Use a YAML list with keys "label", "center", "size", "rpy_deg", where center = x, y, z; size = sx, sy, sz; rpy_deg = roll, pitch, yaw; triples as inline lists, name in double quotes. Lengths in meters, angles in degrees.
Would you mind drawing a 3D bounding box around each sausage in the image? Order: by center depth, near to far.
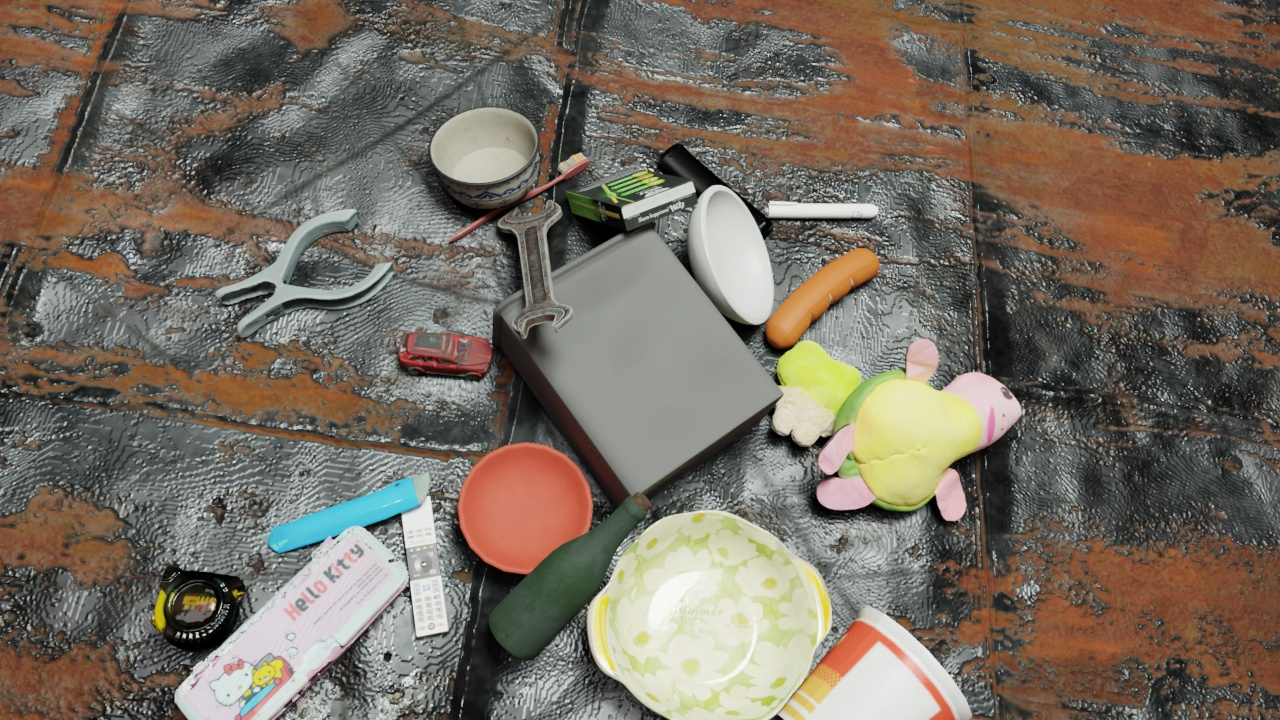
- label: "sausage"
  center: [0.194, -0.070, 0.986]
  size: [0.164, 0.039, 0.044]
  rpy_deg: [-38, 97, -21]

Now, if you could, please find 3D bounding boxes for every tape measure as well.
- label: "tape measure"
  center: [-0.374, 0.213, 0.777]
  size: [0.067, 0.038, 0.062]
  rpy_deg: [8, 58, -9]

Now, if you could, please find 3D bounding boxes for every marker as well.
- label: "marker"
  center: [0.207, -0.171, 1.042]
  size: [0.133, 0.020, 0.017]
  rpy_deg: [-1, 45, -10]

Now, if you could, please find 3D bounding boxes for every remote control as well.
- label: "remote control"
  center: [-0.196, 0.185, 0.830]
  size: [0.028, 0.012, 0.124]
  rpy_deg: [-8, 69, -12]
- label: "remote control"
  center: [0.084, -0.189, 1.031]
  size: [0.152, 0.020, 0.041]
  rpy_deg: [42, 66, 10]

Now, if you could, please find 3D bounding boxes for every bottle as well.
- label: "bottle"
  center: [-0.055, 0.179, 0.788]
  size: [0.055, 0.055, 0.174]
  rpy_deg: [45, 99, 11]

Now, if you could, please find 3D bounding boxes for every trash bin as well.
- label: "trash bin"
  center: [-0.005, 0.005, 0.892]
  size: [0.191, 0.098, 0.220]
  rpy_deg: [-32, 76, -20]

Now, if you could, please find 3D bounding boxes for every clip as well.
- label: "clip"
  center: [-0.316, -0.064, 0.910]
  size: [0.143, 0.029, 0.171]
  rpy_deg: [43, 68, 12]

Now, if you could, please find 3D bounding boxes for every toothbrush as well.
- label: "toothbrush"
  center: [-0.132, -0.176, 0.995]
  size: [0.184, 0.015, 0.015]
  rpy_deg: [-35, 73, -20]

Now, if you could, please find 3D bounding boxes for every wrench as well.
- label: "wrench"
  center: [-0.101, -0.094, 0.877]
  size: [0.070, 0.010, 0.273]
  rpy_deg: [-18, 33, 1]

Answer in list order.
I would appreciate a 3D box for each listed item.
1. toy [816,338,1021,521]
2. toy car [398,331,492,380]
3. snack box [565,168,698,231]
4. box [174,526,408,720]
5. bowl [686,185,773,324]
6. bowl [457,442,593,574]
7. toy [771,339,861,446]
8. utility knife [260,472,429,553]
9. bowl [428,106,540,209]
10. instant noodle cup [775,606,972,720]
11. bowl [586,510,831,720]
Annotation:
- label: "toy"
  center: [0.272, 0.072, 0.908]
  size: [0.237, 0.088, 0.190]
  rpy_deg: [-22, 101, -17]
- label: "toy car"
  center: [-0.191, -0.007, 0.903]
  size: [0.091, 0.036, 0.042]
  rpy_deg: [8, 65, -12]
- label: "snack box"
  center: [-0.012, -0.169, 0.948]
  size: [0.080, 0.147, 0.025]
  rpy_deg: [-24, 114, -18]
- label: "box"
  center: [-0.291, 0.230, 0.776]
  size: [0.086, 0.045, 0.201]
  rpy_deg: [40, 69, 12]
- label: "bowl"
  center: [0.086, -0.104, 0.952]
  size: [0.043, 0.149, 0.149]
  rpy_deg: [-17, 63, 31]
- label: "bowl"
  center: [-0.107, 0.140, 0.851]
  size: [0.122, 0.035, 0.121]
  rpy_deg: [3, 66, -8]
- label: "toy"
  center: [0.173, 0.036, 0.932]
  size: [0.092, 0.046, 0.115]
  rpy_deg: [33, 61, 3]
- label: "utility knife"
  center: [-0.265, 0.140, 0.831]
  size: [0.158, 0.015, 0.031]
  rpy_deg: [-17, 73, -8]
- label: "bowl"
  center: [-0.161, -0.207, 0.972]
  size: [0.115, 0.059, 0.115]
  rpy_deg: [-1, 57, 2]
- label: "instant noodle cup"
  center: [0.193, 0.301, 0.788]
  size: [0.121, 0.123, 0.123]
  rpy_deg: [-38, 77, -14]
- label: "bowl"
  center: [0.058, 0.234, 0.823]
  size: [0.219, 0.060, 0.188]
  rpy_deg: [-6, 67, -12]
